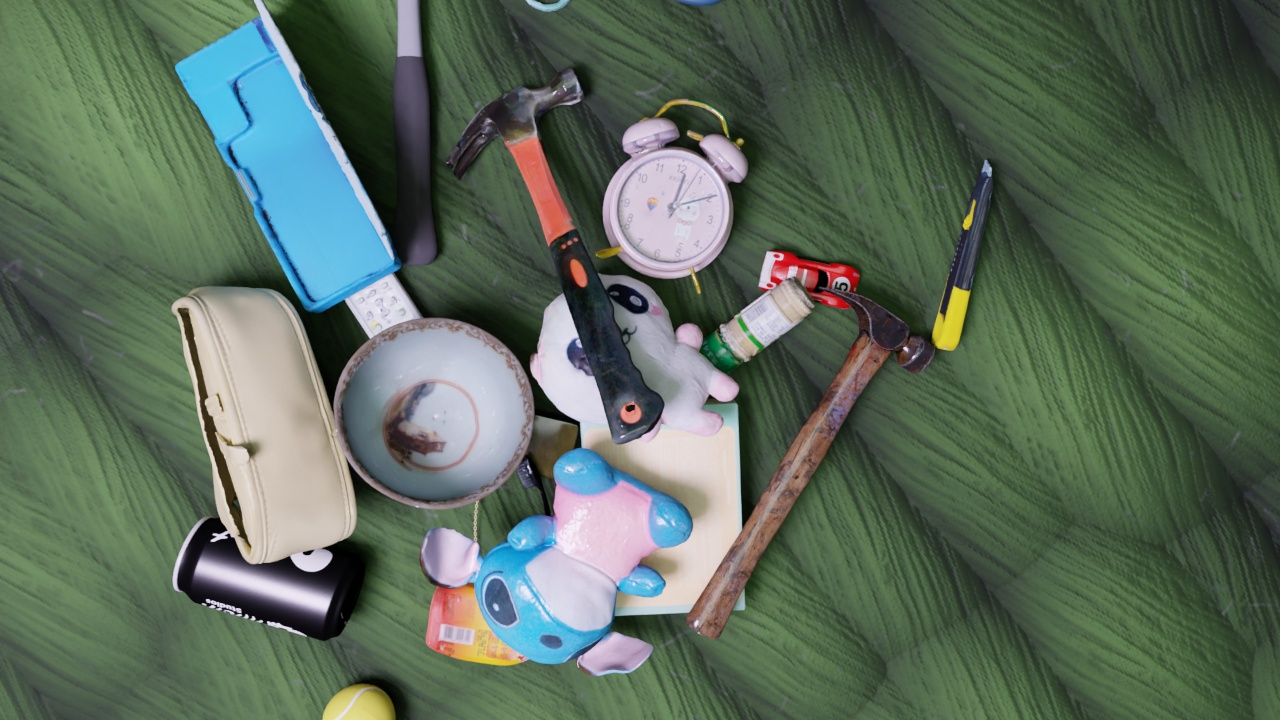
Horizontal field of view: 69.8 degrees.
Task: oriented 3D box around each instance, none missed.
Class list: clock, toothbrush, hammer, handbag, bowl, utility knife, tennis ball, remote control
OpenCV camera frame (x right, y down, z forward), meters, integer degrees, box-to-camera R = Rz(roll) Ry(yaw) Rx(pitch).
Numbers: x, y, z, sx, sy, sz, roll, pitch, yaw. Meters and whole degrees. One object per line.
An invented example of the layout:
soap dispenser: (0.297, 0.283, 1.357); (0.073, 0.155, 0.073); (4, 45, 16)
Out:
clock: (0.031, -0.147, 0.800); (0.117, 0.059, 0.158); (17, 95, -3)
toothbrush: (-0.077, 0.172, 0.846); (0.017, 0.014, 0.188); (-14, 107, 16)
hammer: (-0.059, -0.086, 0.751); (0.133, 0.033, 0.333); (-24, 69, 1)
handbag: (-0.110, 0.132, 0.852); (0.084, 0.027, 0.178); (13, 102, -4)
hammer: (0.131, 0.094, 0.813); (0.120, 0.033, 0.330); (32, 88, -13)
bowl: (-0.178, 0.051, 0.785); (0.159, 0.094, 0.159); (4, 76, -16)
handbag: (-0.331, 0.048, 0.767); (0.088, 0.191, 0.233); (-15, 97, -43)
hammer: (-0.196, -0.239, 0.797); (0.125, 0.029, 0.311); (2, 99, 9)
utility knife: (0.293, -0.095, 0.825); (0.020, 0.029, 0.174); (12, 95, -8)
tennis ball: (-0.260, 0.333, 0.848); (0.065, 0.065, 0.065); (0, 96, -1)
remote control: (-0.230, -0.046, 0.827); (0.050, 0.022, 0.133); (-32, 96, 2)

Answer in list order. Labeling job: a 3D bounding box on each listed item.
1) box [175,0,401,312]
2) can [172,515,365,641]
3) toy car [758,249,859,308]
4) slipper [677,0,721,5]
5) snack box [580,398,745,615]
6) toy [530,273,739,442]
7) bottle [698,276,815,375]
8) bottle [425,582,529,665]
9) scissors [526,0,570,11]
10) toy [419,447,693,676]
box: (-0.293, -0.173, 0.753); (0.114, 0.113, 0.243); (-29, 89, 2)
can: (-0.330, 0.194, 0.824); (0.146, 0.080, 0.080); (18, 96, -3)
toy car: (0.152, -0.073, 0.826); (0.089, 0.025, 0.038); (13, 96, -2)
slipper: (-0.011, -0.369, 0.771); (0.213, 0.059, 0.104); (25, 91, -8)
snack box: (0.021, 0.134, 0.839); (0.141, 0.044, 0.193); (-3, 97, 0)
toy: (-0.005, 0.005, 0.786); (0.179, 0.102, 0.138); (26, 65, 10)
bottle: (0.101, -0.029, 0.811); (0.110, 0.042, 0.042); (-37, 96, 18)
bottle: (-0.126, 0.245, 0.848); (0.134, 0.048, 0.071); (9, 97, -2)
scissors: (-0.115, -0.339, 0.801); (0.131, 0.012, 0.112); (-26, 96, 1)
toy: (-0.066, 0.166, 0.776); (0.224, 0.099, 0.191); (33, 96, -15)
